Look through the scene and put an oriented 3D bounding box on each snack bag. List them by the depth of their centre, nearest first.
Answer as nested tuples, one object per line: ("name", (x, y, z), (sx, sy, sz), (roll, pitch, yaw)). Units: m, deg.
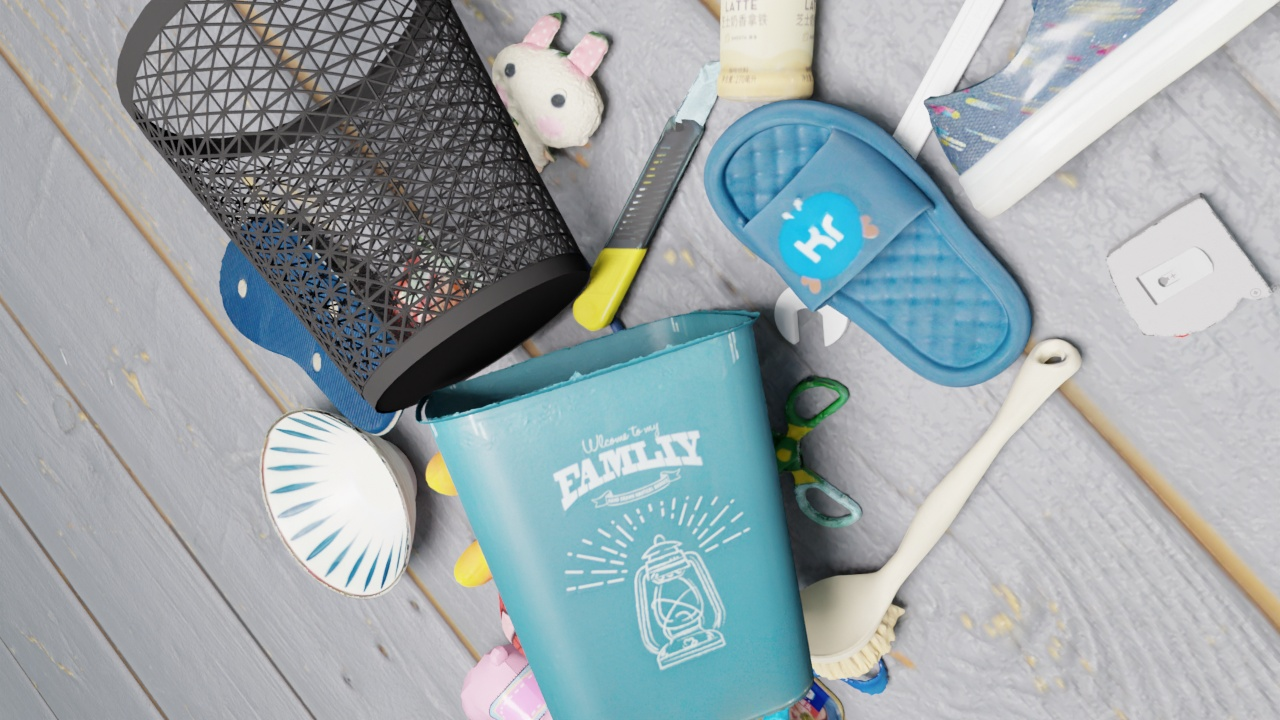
("snack bag", (-0.159, -0.041, 0.729), (0.077, 0.036, 0.116), (37, 121, 14))

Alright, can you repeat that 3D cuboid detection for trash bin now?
("trash bin", (-0.008, 0.099, 0.560), (0.196, 0.199, 0.218), (-18, 97, -9))
("trash bin", (-0.167, -0.111, 0.596), (0.218, 0.216, 0.243), (-37, 85, 34))

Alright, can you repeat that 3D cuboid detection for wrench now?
("wrench", (0.151, -0.120, 0.533), (0.047, 0.009, 0.274), (34, 120, 17))

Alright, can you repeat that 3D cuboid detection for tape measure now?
("tape measure", (0.281, -0.045, 0.476), (0.062, 0.020, 0.060), (-37, 86, 34))

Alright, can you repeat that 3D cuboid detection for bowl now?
("bowl", (-0.250, 0.116, 0.815), (0.177, 0.070, 0.177), (10, 111, 27))

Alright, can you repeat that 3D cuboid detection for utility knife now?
("utility knife", (0.007, -0.108, 0.611), (0.029, 0.020, 0.203), (34, 114, 12))

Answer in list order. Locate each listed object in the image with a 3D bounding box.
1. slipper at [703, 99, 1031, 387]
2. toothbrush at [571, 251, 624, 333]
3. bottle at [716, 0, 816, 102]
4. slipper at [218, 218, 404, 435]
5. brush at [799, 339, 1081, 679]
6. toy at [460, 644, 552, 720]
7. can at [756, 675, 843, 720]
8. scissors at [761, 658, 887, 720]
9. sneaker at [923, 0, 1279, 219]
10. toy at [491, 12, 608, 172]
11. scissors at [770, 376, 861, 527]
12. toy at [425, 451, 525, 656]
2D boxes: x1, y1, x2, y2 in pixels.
("slipper", (0.131, -0.065, 0.521), (0.213, 0.059, 0.104), (39, 119, 0))
("toothbrush", (-0.004, 0.004, 0.665), (0.017, 0.016, 0.190), (-33, 88, 42))
("bottle", (0.073, -0.230, 0.514), (0.057, 0.056, 0.162), (10, 111, 28))
("slipper", (-0.267, -0.038, 0.774), (0.295, 0.060, 0.118), (34, 116, 34))
("brush", (0.178, 0.098, 0.569), (0.273, 0.077, 0.062), (-58, 38, 24))
("toy", (-0.084, 0.287, 0.757), (0.123, 0.067, 0.158), (46, 143, 7))
("can", (0.093, 0.250, 0.665), (0.100, 0.058, 0.054), (42, 122, 12))
("scissors", (0.110, 0.216, 0.635), (0.133, 0.127, 0.014), (-2, 151, -3))
("sneaker", (0.231, -0.168, 0.425), (0.079, 0.087, 0.236), (50, 127, 5))
("toy", (-0.064, -0.178, 0.622), (0.087, 0.050, 0.112), (38, 116, 15))
("scissors", (0.103, 0.065, 0.624), (0.131, 0.011, 0.126), (47, 122, 9))
("toy", (-0.071, 0.146, 0.704), (0.148, 0.098, 0.216), (-26, 91, 44))
